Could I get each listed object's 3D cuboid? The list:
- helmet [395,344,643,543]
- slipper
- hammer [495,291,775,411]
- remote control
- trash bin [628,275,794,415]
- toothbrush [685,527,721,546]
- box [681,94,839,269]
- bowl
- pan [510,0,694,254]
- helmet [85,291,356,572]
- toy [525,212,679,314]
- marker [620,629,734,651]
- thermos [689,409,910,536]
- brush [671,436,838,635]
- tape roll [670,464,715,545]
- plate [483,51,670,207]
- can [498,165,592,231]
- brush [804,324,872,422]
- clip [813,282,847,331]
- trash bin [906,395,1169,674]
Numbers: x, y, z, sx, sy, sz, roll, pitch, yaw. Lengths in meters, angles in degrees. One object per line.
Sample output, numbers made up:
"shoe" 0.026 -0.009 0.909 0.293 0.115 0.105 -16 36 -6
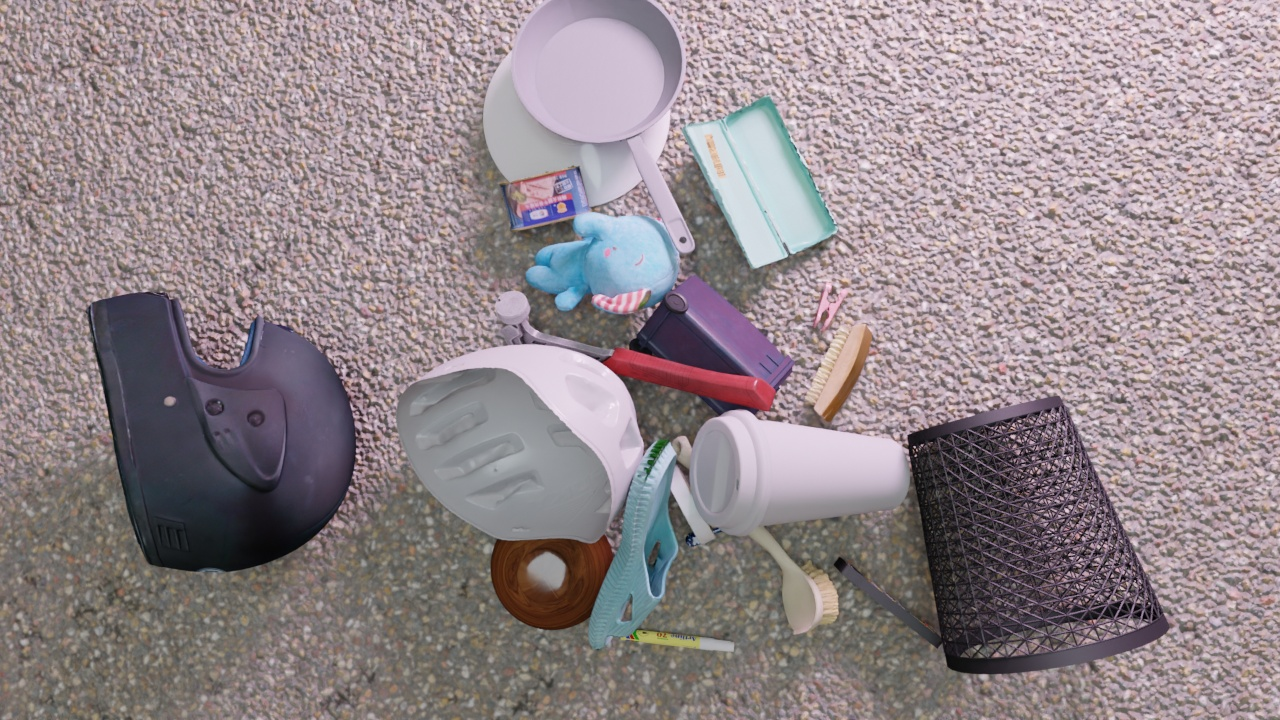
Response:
"helmet" -0.134 0.091 1.003 0.283 0.183 0.224 -13 110 19
"slipper" 0.006 0.207 0.992 0.069 0.115 0.277 19 121 8
"hammer" -0.006 0.006 1.012 0.316 0.126 0.036 15 59 19
"remote control" 0.279 0.272 1.037 0.133 0.058 0.013 38 90 4
"trash bin" 0.083 -0.007 1.038 0.161 0.092 0.094 43 135 6
"toothbrush" 0.142 0.181 1.071 0.190 0.017 0.016 -20 90 3
"box" 0.137 -0.206 1.074 0.137 0.057 0.187 -24 85 -16
"bowl" -0.107 0.243 1.060 0.147 0.069 0.147 0 87 4
"pan" -0.018 -0.271 1.048 0.200 0.051 0.356 -23 79 -4
"helmet" -0.443 0.067 1.011 0.235 0.250 0.316 -14 83 -25
"toy" -0.043 -0.119 1.041 0.181 0.115 0.182 4 45 16
"marker" 0.043 0.327 1.073 0.132 0.014 0.014 5 87 4
"thermos" 0.176 0.122 0.992 0.221 0.132 0.131 4 87 -24
"brush" 0.126 0.194 1.039 0.272 0.077 0.062 51 130 2
"tape roll" 0.055 0.163 1.040 0.019 0.094 0.094 -28 86 0
"plate" -0.079 -0.300 1.104 0.229 0.030 0.229 0 87 4
"can" -0.111 -0.191 1.081 0.100 0.054 0.059 -11 104 5
"brush" 0.229 0.012 1.059 0.039 0.049 0.117 28 91 27
"clip" 0.217 -0.066 1.077 0.060 0.023 0.044 -44 81 -1
"trash bin" 0.396 0.176 0.967 0.217 0.217 0.243 -15 80 3
